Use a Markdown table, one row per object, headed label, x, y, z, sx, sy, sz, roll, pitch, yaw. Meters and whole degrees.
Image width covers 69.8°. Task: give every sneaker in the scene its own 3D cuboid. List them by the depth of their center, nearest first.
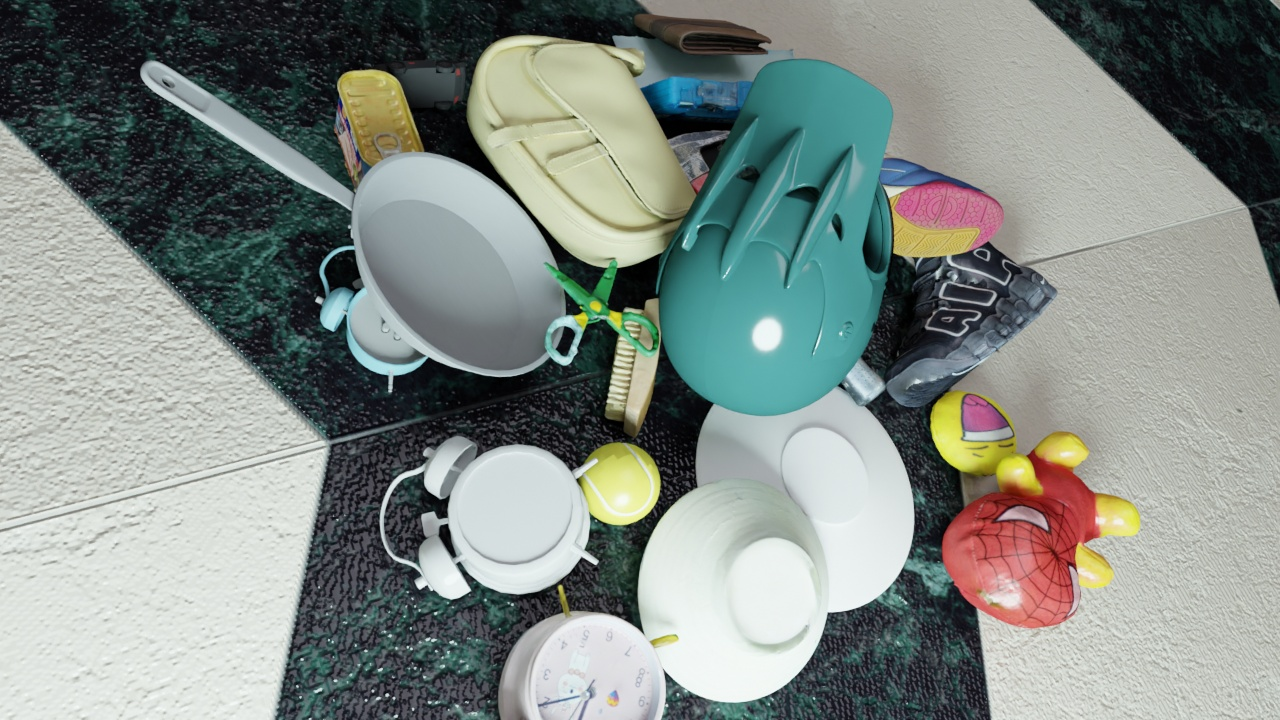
| label | x | y | z | sx | sy | sz | roll | pitch | yaw |
| --- | --- | --- | --- | --- | --- | --- | --- | --- | --- |
| sneaker | 0.247 | -0.182 | 0.927 | 0.242 | 0.116 | 0.090 | 16 | 36 | -5 |
| sneaker | 0.313 | -0.063 | 0.950 | 0.251 | 0.097 | 0.151 | -31 | 75 | -34 |

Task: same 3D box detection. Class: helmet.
| label | x | y | z | sx | sy | sz | roll | pitch | yaw |
| --- | --- | --- | --- | --- | --- | --- | --- | --- | --- |
| helmet | 0.117 | -0.088 | 0.755 | 0.176 | 0.275 | 0.200 | 25 | 8 | 26 |

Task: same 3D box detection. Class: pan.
| label | x | y | z | sx | sy | sz | roll | pitch | yaw |
| --- | --- | --- | --- | --- | --- | --- | --- | --- | --- |
| pan | -0.200 | -0.106 | 0.691 | 0.356 | 0.051 | 0.200 | 28 | 46 | -35 |

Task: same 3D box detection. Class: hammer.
| label | x | y | z | sx | sy | sz | roll | pitch | yaw |
| --- | --- | --- | --- | --- | --- | --- | --- | --- | --- |
| hammer | 0.133 | -0.095 | 0.912 | 0.140 | 0.036 | 0.326 | -33 | 81 | -32 |

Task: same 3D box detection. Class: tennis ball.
| label | x | y | z | sx | sy | sz | roll | pitch | yaw |
| --- | --- | --- | --- | --- | --- | --- | --- | --- | --- |
| tennis ball | -0.017 | 0.098 | 0.732 | 0.065 | 0.065 | 0.065 | 10 | 62 | -20 |

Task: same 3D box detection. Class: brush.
| label | x | y | z | sx | sy | sz | roll | pitch | yaw |
| --- | --- | --- | --- | --- | --- | --- | --- | --- | --- |
| brush | -0.005 | 0.005 | 0.795 | 0.039 | 0.049 | 0.117 | 8 | 61 | 0 |

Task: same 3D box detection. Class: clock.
| label | x | y | z | sx | sy | sz | roll | pitch | yaw |
| --- | --- | --- | --- | --- | --- | --- | --- | --- | --- |
| clock | -0.044 | 0.252 | 0.649 | 0.117 | 0.059 | 0.157 | 26 | 58 | -11 |
| clock | -0.111 | 0.116 | 0.680 | 0.159 | 0.061 | 0.119 | -1 | 67 | -2 |
| clock | -0.207 | -0.041 | 0.729 | 0.087 | 0.042 | 0.123 | -31 | 83 | -33 |

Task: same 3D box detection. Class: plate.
| label | x | y | z | sx | sy | sz | roll | pitch | yaw |
| --- | --- | --- | --- | --- | --- | --- | --- | --- | --- |
| plate | 0.160 | 0.108 | 0.828 | 0.229 | 0.030 | 0.229 | 10 | 62 | -20 |

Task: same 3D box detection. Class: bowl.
| label | x | y | z | sx | sy | sz | roll | pitch | yaw |
| --- | --- | --- | --- | --- | --- | --- | --- | --- | --- |
| bowl | 0.089 | 0.180 | 0.716 | 0.176 | 0.058 | 0.176 | 3 | 81 | -23 |

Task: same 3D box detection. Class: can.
| label | x | y | z | sx | sy | sz | roll | pitch | yaw |
| --- | --- | --- | --- | --- | --- | --- | --- | --- | --- |
| can | -0.226 | -0.189 | 0.783 | 0.053 | 0.059 | 0.099 | -13 | 71 | -29 |

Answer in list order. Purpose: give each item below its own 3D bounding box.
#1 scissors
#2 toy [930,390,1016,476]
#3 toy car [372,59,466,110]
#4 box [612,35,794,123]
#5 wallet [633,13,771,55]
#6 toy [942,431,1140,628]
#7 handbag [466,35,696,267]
| label | x | y | z | sx | sy | sz | roll | pitch | yaw |
| --- | --- | --- | --- | --- | --- | --- | --- | --- | --- |
| scissors | -0.042 | -0.039 | 0.772 | 0.125 | 0.011 | 0.129 | 41 | 54 | 13 |
| toy | 0.333 | 0.072 | 0.919 | 0.095 | 0.041 | 0.094 | -1 | 63 | -22 |
| toy car | -0.205 | -0.255 | 0.838 | 0.091 | 0.042 | 0.036 | -11 | 45 | -28 |
| box | 0.102 | -0.288 | 0.990 | 0.243 | 0.070 | 0.170 | -5 | 35 | -26 |
| wallet | 0.068 | -0.354 | 0.992 | 0.121 | 0.027 | 0.098 | -9 | 35 | -29 |
| toy | 0.367 | 0.164 | 0.856 | 0.215 | 0.099 | 0.147 | -31 | 75 | -34 |
| handbag | -0.043 | -0.192 | 0.830 | 0.190 | 0.089 | 0.232 | -25 | 81 | -16 |
